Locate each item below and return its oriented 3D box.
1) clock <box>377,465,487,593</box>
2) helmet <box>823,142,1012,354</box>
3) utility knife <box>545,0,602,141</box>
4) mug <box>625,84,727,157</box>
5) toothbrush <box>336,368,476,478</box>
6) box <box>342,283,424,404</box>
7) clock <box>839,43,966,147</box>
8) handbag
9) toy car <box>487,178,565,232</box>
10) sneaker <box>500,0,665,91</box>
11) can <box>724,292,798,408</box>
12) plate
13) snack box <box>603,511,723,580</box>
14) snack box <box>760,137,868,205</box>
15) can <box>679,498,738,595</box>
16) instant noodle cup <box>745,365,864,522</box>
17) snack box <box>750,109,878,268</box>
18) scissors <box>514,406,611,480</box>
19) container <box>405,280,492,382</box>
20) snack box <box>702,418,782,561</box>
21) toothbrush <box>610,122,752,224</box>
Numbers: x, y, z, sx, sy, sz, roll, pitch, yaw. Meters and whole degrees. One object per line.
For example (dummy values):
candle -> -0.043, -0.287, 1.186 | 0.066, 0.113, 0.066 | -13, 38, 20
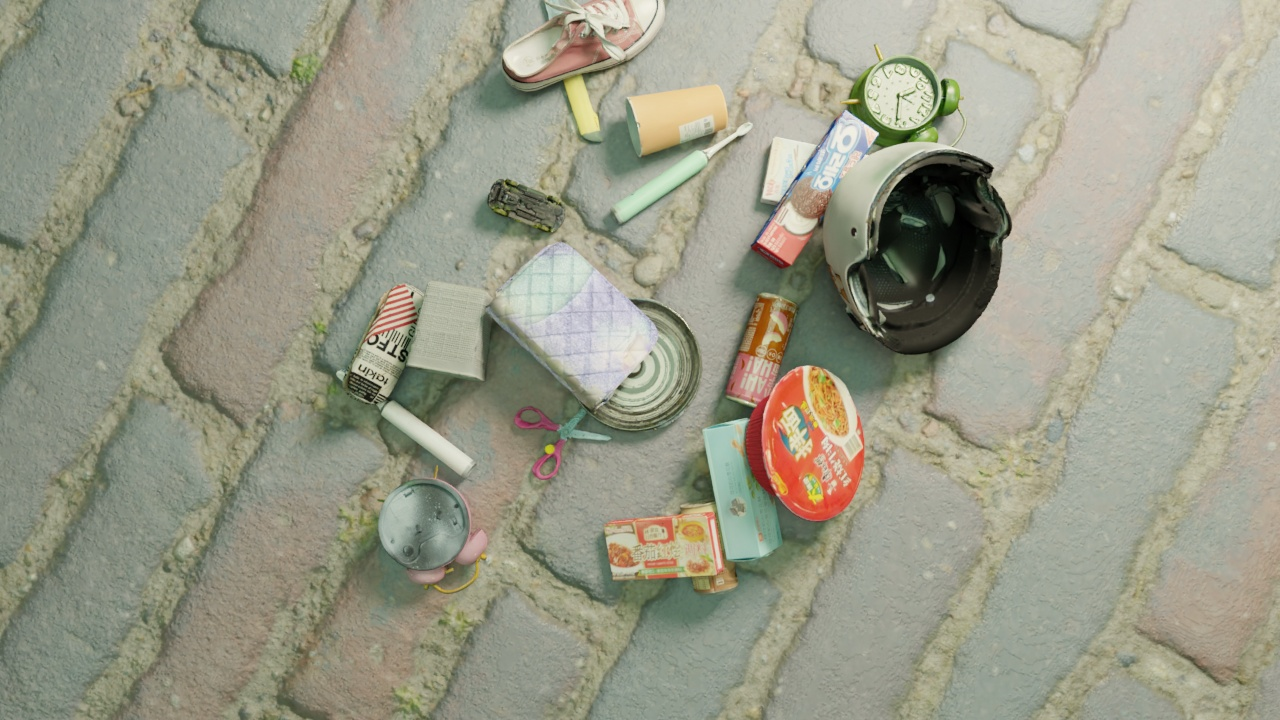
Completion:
clock -> -0.266, 0.226, 1.189 | 0.117, 0.060, 0.158 | -29, 86, -2
helmet -> 0.321, -0.151, 1.138 | 0.230, 0.274, 0.157 | -38, 43, -3
utility knife -> -0.094, -0.398, 1.236 | 0.031, 0.022, 0.220 | -17, 94, -5
mug -> 0.048, -0.320, 1.205 | 0.122, 0.078, 0.078 | -14, 87, -5
toothbrush -> -0.312, 0.080, 1.212 | 0.221, 0.026, 0.027 | 36, 113, 2
box -> -0.335, -0.020, 1.204 | 0.075, 0.083, 0.163 | 29, 73, -34
clock -> 0.353, -0.336, 1.210 | 0.161, 0.056, 0.116 | 31, 89, 1
handbag -> -0.083, -0.044, 1.162 | 0.194, 0.076, 0.134 | 44, 67, 2
toy car -> -0.151, -0.205, 1.222 | 0.105, 0.032, 0.048 | 19, 87, -10
sneaker -> -0.070, -0.429, 1.192 | 0.240, 0.088, 0.118 | -27, 89, -12
can -> 0.158, -0.012, 1.196 | 0.058, 0.058, 0.147 | 19, 88, 1
plate -> -0.007, 0.007, 1.215 | 0.179, 0.024, 0.179 | 0, 86, 1
snack box -> 0.028, 0.237, 1.169 | 0.153, 0.025, 0.075 | -10, 88, 29
snack box -> 0.244, -0.239, 1.221 | 0.157, 0.027, 0.084 | 11, 88, 1
can -> 0.088, 0.240, 1.185 | 0.058, 0.058, 0.116 | -11, 88, 0
instant noodle cup -> 0.200, 0.105, 1.156 | 0.193, 0.066, 0.193 | 7, 79, -37
snack box -> 0.222, -0.219, 1.179 | 0.058, 0.057, 0.207 | 34, 89, -2
scissors -> -0.108, 0.092, 1.217 | 0.130, 0.017, 0.133 | 40, 84, 5
container -> -0.241, -0.038, 1.187 | 0.090, 0.090, 0.114 | 10, 85, 0
snack box -> 0.131, 0.163, 1.174 | 0.052, 0.074, 0.175 | -13, 87, 30
toothbrush -> 0.056, -0.253, 1.224 | 0.224, 0.027, 0.026 | -34, 101, -1
